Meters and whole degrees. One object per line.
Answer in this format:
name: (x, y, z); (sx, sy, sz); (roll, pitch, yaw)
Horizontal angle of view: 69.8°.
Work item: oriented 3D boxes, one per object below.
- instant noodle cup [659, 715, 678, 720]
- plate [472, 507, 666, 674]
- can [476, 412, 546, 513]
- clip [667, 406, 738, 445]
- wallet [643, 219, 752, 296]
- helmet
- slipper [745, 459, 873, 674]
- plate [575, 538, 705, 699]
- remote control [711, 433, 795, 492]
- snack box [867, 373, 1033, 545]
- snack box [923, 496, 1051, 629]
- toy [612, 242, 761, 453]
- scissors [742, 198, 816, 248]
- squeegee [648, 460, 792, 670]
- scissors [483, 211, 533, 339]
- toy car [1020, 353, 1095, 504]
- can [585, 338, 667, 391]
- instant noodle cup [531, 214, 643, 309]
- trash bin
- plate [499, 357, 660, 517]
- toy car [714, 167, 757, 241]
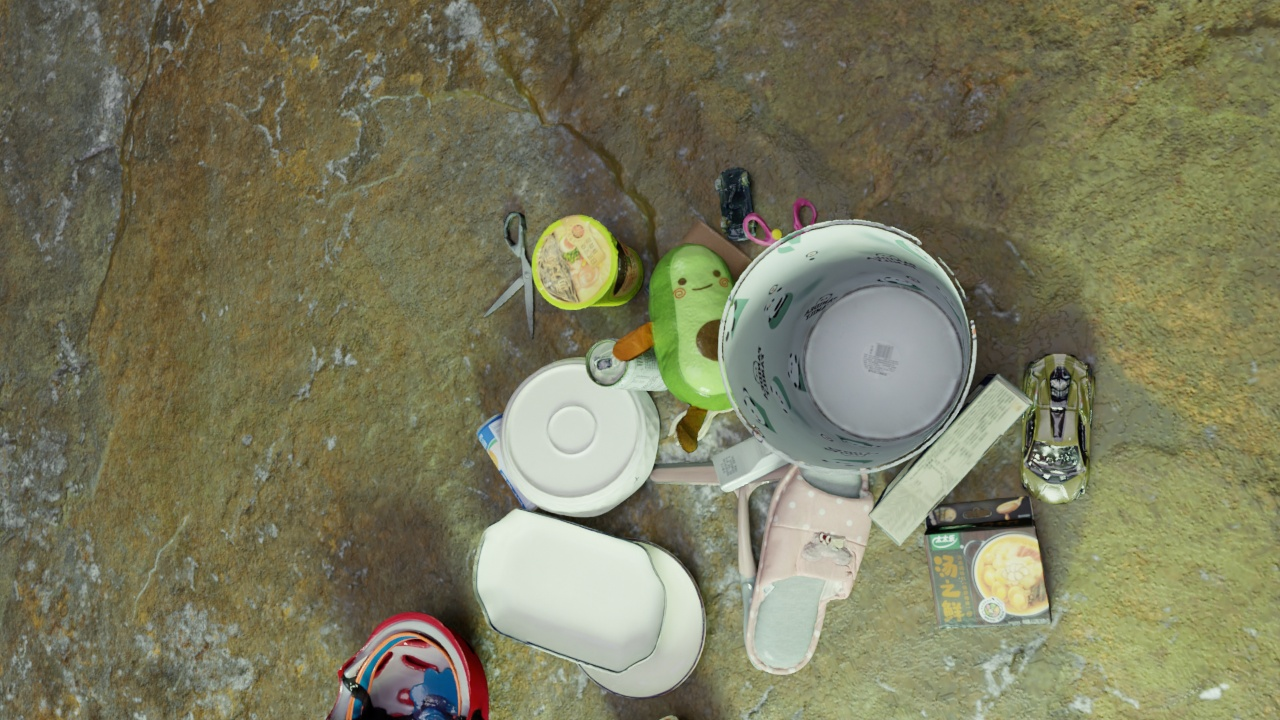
instant noodle cup: (0.016, 0.490, 1.056); (0.151, 0.151, 0.111); (-41, 64, 16)
plate: (-0.086, 0.278, 1.124); (0.266, 0.034, 0.162); (11, 91, 24)
can: (-0.158, 0.135, 1.196); (0.053, 0.053, 0.134); (-41, 73, 16)
clip: (0.078, 0.065, 1.113); (0.100, 0.034, 0.070); (-45, 71, 6)
wallet: (0.070, -0.103, 1.126); (0.090, 0.033, 0.115); (40, 101, 17)
helmet: (-0.282, 0.450, 1.187); (0.207, 0.144, 0.239); (14, 79, 23)
slipper: (0.187, 0.226, 1.024); (0.114, 0.054, 0.274); (16, 96, -8)
plate: (-0.005, 0.314, 1.129); (0.193, 0.039, 0.192); (-2, 86, 23)
remote control: (0.145, 0.107, 1.074); (0.125, 0.024, 0.049); (-29, 47, 17)
snack box: (0.311, 0.094, 0.927); (0.046, 0.182, 0.178); (42, 102, 15)
snack box: (0.365, 0.215, 0.974); (0.113, 0.053, 0.125); (-11, 88, 22)
toy: (0.075, -0.023, 1.034); (0.090, 0.226, 0.246); (-35, 69, 64)
scissors: (0.183, -0.132, 1.077); (0.118, 0.017, 0.133); (-40, 89, -9)
squeegee: (0.128, 0.240, 1.077); (0.248, 0.040, 0.249); (-6, 85, 22)
scissors: (-0.155, -0.119, 1.232); (0.179, 0.014, 0.159); (-38, 73, 17)
toy car: (0.434, 0.072, 0.955); (0.070, 0.042, 0.158); (1, 90, 24)
can: (-0.006, 0.006, 1.088); (0.058, 0.146, 0.058); (-1, 87, 26)
instant noodle cup: (-0.055, -0.113, 1.130); (0.112, 0.123, 0.111); (-1, 88, 23)
trash bin: (0.226, -0.004, 0.933); (0.230, 0.251, 0.229); (-2, 85, 23)
plate: (-0.081, 0.090, 1.142); (0.205, 0.045, 0.204); (-3, 76, 10)
toy car: (0.118, -0.188, 1.108); (0.043, 0.034, 0.090); (-13, 81, 25)
